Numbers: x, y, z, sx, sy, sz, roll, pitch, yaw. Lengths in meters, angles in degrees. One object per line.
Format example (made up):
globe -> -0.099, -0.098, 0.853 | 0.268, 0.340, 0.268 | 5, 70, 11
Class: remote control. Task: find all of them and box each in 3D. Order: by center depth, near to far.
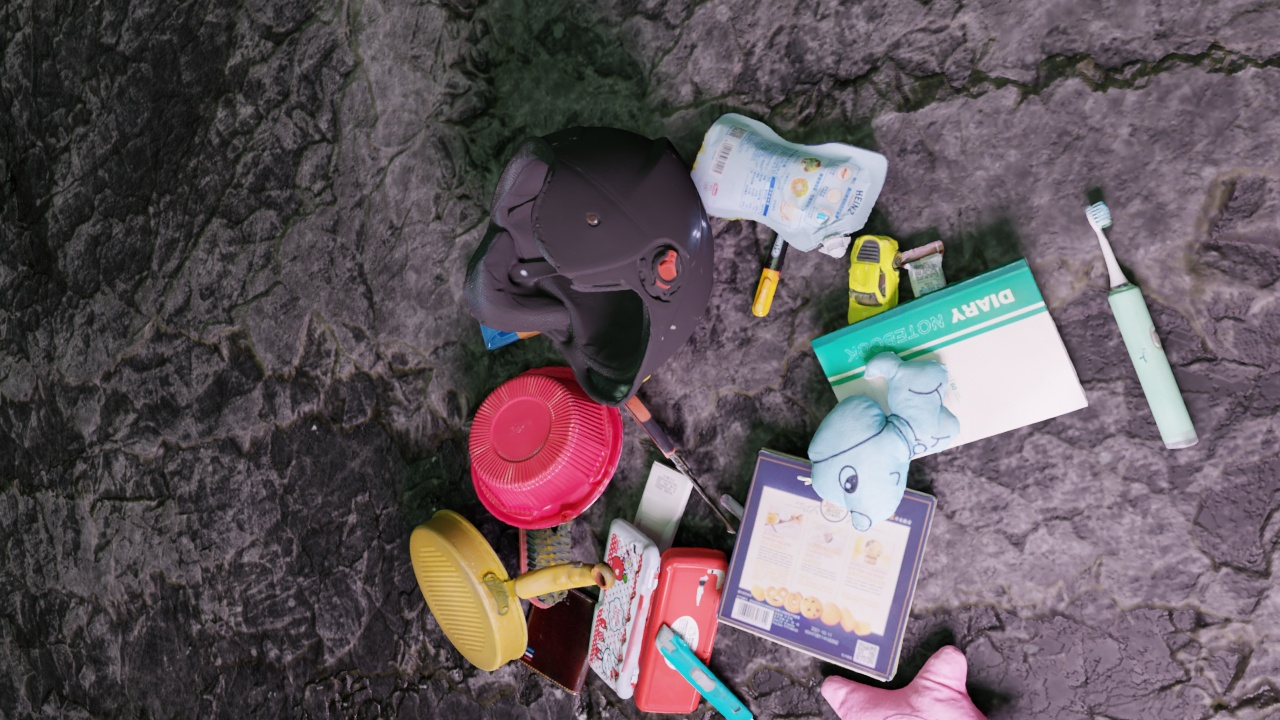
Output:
remote control -> 0.018, 0.176, 1.023 | 0.049, 0.024, 0.125 | 23, 103, 22

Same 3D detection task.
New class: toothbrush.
toothbrush -> 0.431, -0.032, 0.798 | 0.027, 0.026, 0.224 | -24, 82, 48
toothbrush -> 0.157, 0.203, 0.959 | 0.189, 0.029, 0.021 | 39, 147, 20

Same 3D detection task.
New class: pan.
pan -> -0.149, 0.252, 1.028 | 0.358, 0.078, 0.197 | -17, 98, 55

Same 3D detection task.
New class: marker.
marker -> 0.139, -0.105, 0.944 | 0.018, 0.015, 0.124 | 19, 100, 18

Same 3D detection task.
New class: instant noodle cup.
instant noodle cup -> -0.120, 0.086, 1.020 | 0.194, 0.066, 0.193 | -10, 63, 20

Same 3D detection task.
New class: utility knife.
utility knife -> 0.076, 0.349, 0.979 | 0.029, 0.013, 0.179 | -41, 102, 12

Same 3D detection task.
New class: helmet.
helmet -> -0.036, -0.101, 0.915 | 0.234, 0.229, 0.274 | -18, 98, 62

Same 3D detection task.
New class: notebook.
notebook -> 0.285, 0.009, 0.862 | 0.210, 0.012, 0.150 | -23, 99, 27

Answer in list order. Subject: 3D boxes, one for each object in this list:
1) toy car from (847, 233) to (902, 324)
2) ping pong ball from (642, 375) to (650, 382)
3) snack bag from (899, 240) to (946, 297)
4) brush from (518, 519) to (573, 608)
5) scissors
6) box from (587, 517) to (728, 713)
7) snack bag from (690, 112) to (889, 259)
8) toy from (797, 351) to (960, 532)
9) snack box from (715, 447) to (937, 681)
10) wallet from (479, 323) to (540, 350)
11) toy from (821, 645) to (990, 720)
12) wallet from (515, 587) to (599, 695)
toy car -> 0.222, -0.069, 0.885 | 0.048, 0.032, 0.105 | 13, 109, 46
ping pong ball -> -0.006, 0.006, 1.011 | 0.040, 0.040, 0.040 | 2, 95, 26
snack bag -> 0.278, -0.058, 0.872 | 0.048, 0.026, 0.104 | -19, 85, 27
brush -> -0.113, 0.214, 1.070 | 0.069, 0.063, 0.146 | -3, 88, 61
scissors -> 0.031, 0.095, 0.968 | 0.015, 0.192, 0.207 | -38, 35, -6
box -> 0.011, 0.283, 1.001 | 0.155, 0.073, 0.201 | 16, 109, 16
snack bag -> 0.143, -0.177, 0.917 | 0.191, 0.038, 0.110 | 26, 91, 27
toy -> 0.220, 0.076, 0.861 | 0.156, 0.049, 0.161 | -15, 78, 24
snack box -> 0.184, 0.198, 0.913 | 0.178, 0.045, 0.182 | 14, 89, 24
wallet -> -0.138, -0.079, 1.073 | 0.133, 0.040, 0.106 | -21, 81, 27
toy -> 0.277, 0.374, 0.879 | 0.195, 0.074, 0.178 | -25, 69, 29
wallet -> -0.094, 0.324, 1.096 | 0.096, 0.020, 0.122 | 22, 102, 24
